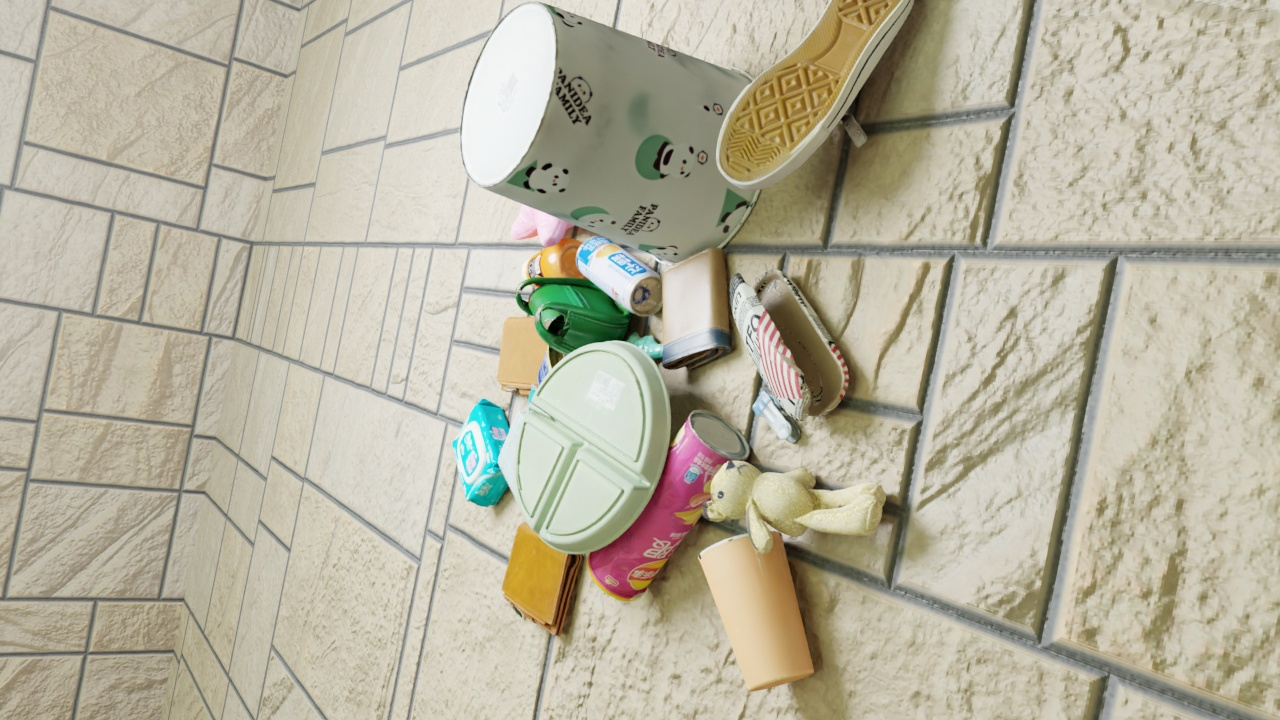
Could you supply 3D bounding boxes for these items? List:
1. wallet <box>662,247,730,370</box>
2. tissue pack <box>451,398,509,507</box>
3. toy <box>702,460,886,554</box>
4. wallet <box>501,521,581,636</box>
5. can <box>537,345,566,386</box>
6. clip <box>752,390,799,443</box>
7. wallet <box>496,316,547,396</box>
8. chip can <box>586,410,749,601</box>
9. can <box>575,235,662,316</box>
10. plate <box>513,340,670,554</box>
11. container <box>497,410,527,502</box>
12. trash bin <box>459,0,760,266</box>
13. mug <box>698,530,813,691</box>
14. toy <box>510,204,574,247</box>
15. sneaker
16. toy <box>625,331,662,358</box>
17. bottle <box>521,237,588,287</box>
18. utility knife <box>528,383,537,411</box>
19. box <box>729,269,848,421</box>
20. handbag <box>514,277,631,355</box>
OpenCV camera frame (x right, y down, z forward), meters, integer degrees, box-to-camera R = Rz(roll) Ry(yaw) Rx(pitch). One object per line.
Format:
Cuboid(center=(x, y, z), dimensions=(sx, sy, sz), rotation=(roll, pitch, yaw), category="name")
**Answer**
Cuboid(center=(0.057, -0.053, 0.970), dimensions=(0.090, 0.033, 0.115), rotation=(-22, 63, 46), category="wallet")
Cuboid(center=(-0.216, 0.127, 1.269), dimensions=(0.093, 0.050, 0.133), rotation=(-54, 42, 31), category="tissue pack")
Cuboid(center=(0.129, 0.117, 0.774), dimensions=(0.157, 0.066, 0.104), rotation=(2, 38, 33), category="toy")
Cuboid(center=(-0.126, 0.271, 1.124), dimensions=(0.131, 0.035, 0.119), rotation=(12, 91, 55), category="wallet")
Cuboid(center=(-0.074, 0.038, 1.080), dimensions=(0.049, 0.074, 0.148), rotation=(-63, 38, 37), category="can")
Cuboid(center=(0.129, 0.054, 0.857), dimensions=(0.026, 0.038, 0.058), rotation=(-58, 39, 23), category="clip")
Cuboid(center=(-0.144, -0.006, 1.222), dimensions=(0.132, 0.031, 0.107), rotation=(2, 84, 50), category="wallet")
Cuboid(center=(0.025, 0.148, 0.924), dimensions=(0.211, 0.071, 0.071), rotation=(-57, 41, 27), category="chip can")
Cuboid(center=(-0.023, -0.099, 1.068), dimensions=(0.134, 0.053, 0.053), rotation=(41, 113, 50), category="can")
Cuboid(center=(-0.060, 0.085, 0.956), dimensions=(0.231, 0.027, 0.229), rotation=(-21, 59, 40), category="plate")
Cuboid(center=(-0.110, 0.122, 1.099), dimensions=(0.111, 0.090, 0.090), rotation=(46, 117, 51), category="container")
Cuboid(center=(-0.034, -0.234, 0.952), dimensions=(0.230, 0.251, 0.229), rotation=(-17, 69, 50), category="trash bin")
Cuboid(center=(0.104, 0.220, 0.801), dimensions=(0.078, 0.078, 0.122), rotation=(-39, 56, 41), category="mug")
Cuboid(center=(-0.098, -0.224, 1.182), dimensions=(0.178, 0.074, 0.195), rotation=(-54, 25, -3), category="toy")
Cuboid(center=(0.165, -0.246, 0.831), dimensions=(0.118, 0.088, 0.241), rotation=(38, 92, 27), category="sneaker")
Cuboid(center=(-0.006, 0.006, 1.026), dimensions=(0.097, 0.030, 0.091), rotation=(-4, 58, 41), category="toy")
Cuboid(center=(-0.116, -0.120, 1.196), dimensions=(0.150, 0.066, 0.066), rotation=(-2, 79, 60), category="bottle")
Cuboid(center=(-0.136, 0.109, 1.179), dimensions=(0.029, 0.013, 0.157), rotation=(-1, 90, 48), category="utility knife")
Cuboid(center=(0.140, -0.017, 0.845), dimensions=(0.075, 0.082, 0.163), rotation=(89, 160, -48), category="box")
Cuboid(center=(-0.079, -0.054, 1.070), dimensions=(0.068, 0.120, 0.131), rotation=(-66, 28, 17), category="handbag")
